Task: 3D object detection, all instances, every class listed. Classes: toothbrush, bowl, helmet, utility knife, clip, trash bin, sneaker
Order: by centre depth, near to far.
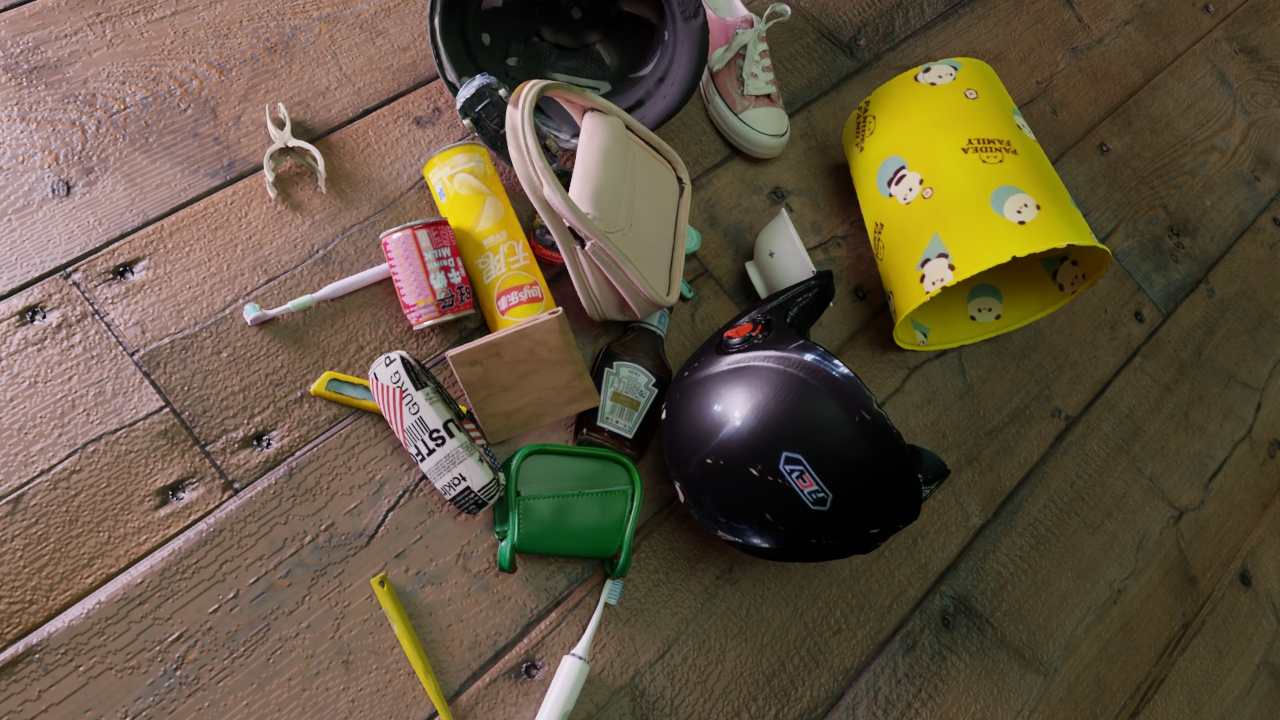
[{"bbox_3d":[-0.179,0.266,0.771,0.015,0.017,0.190,-25,81,-26],"label":"toothbrush"},{"bbox_3d":[-0.067,0.289,0.797,0.026,0.027,0.220,20,63,12],"label":"toothbrush"},{"bbox_3d":[0.134,0.069,0.820,0.230,0.274,0.233,-34,97,1],"label":"helmet"},{"bbox_3d":[-0.223,0.041,0.839,0.156,0.015,0.033,16,63,-13],"label":"utility knife"},{"bbox_3d":[-0.276,-0.074,0.862,0.188,0.029,0.021,-25,121,-27],"label":"toothbrush"},{"bbox_3d":[-0.327,-0.199,0.882,0.095,0.035,0.101,9,60,-12],"label":"clip"},{"bbox_3d":[-0.076,-0.350,0.942,0.274,0.231,0.156,2,38,-9],"label":"helmet"},{"bbox_3d":[0.152,-0.097,0.990,0.065,0.118,0.118,-27,79,14],"label":"bowl"},{"bbox_3d":[0.350,-0.174,1.016,0.229,0.230,0.255,-6,67,-22],"label":"trash bin"},{"bbox_3d":[0.119,-0.354,1.067,0.118,0.088,0.241,-10,73,-23],"label":"sneaker"}]

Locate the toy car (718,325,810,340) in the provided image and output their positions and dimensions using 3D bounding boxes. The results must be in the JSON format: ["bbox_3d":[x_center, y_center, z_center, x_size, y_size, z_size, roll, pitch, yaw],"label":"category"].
[{"bbox_3d":[0.129,-0.022,0.980,0.105,0.032,0.048,-12,75,-11],"label":"toy car"}]

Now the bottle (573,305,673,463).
[{"bbox_3d":[-0.005,0.005,0.915,0.080,0.044,0.194,24,64,-10],"label":"bottle"}]

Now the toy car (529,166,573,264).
[{"bbox_3d":[-0.083,-0.149,0.942,0.053,0.045,0.120,21,52,-11],"label":"toy car"}]

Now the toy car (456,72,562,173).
[{"bbox_3d":[-0.129,-0.229,0.907,0.120,0.054,0.036,43,17,-37],"label":"toy car"}]

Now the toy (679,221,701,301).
[{"bbox_3d":[0.031,-0.112,0.981,0.096,0.030,0.091,45,67,-8],"label":"toy"}]

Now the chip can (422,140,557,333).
[{"bbox_3d":[-0.141,-0.105,0.891,0.072,0.072,0.213,-19,78,-25],"label":"chip can"}]

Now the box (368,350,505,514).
[{"bbox_3d":[-0.181,0.064,0.799,0.164,0.069,0.052,50,50,3],"label":"box"}]

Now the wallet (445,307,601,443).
[{"bbox_3d":[-0.106,0.016,0.840,0.115,0.020,0.101,-22,114,0],"label":"wallet"}]

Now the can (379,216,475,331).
[{"bbox_3d":[-0.197,-0.080,0.855,0.066,0.067,0.094,-19,95,-25],"label":"can"}]

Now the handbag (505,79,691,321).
[{"bbox_3d":[-0.045,-0.165,0.864,0.234,0.094,0.193,44,42,-47],"label":"handbag"}]

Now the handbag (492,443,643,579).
[{"bbox_3d":[-0.069,0.136,0.836,0.131,0.068,0.120,8,75,-18],"label":"handbag"}]
